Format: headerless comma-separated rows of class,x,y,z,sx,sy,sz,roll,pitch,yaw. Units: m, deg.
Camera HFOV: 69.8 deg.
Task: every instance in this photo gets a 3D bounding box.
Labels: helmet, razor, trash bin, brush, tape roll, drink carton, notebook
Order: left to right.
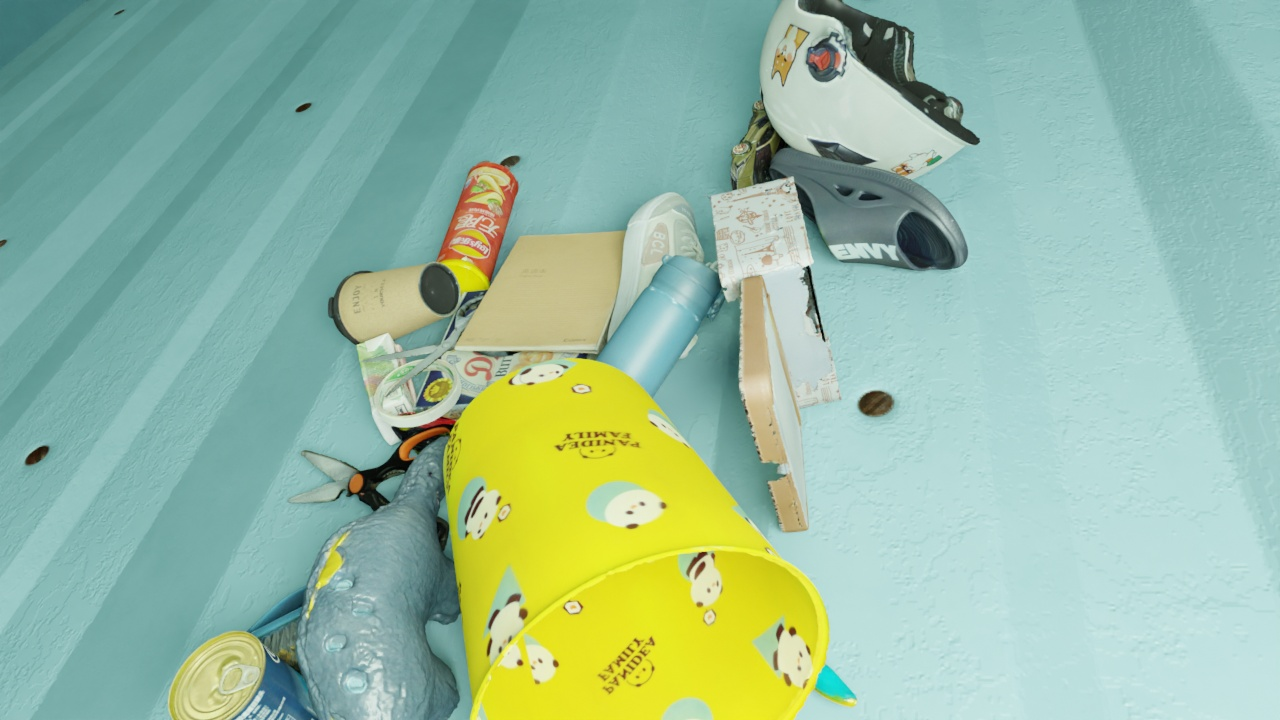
brush,-0.278,0.225,0.778,0.144,0.055,0.073,-26,45,-5
drink carton,-0.266,0.027,0.978,0.045,0.053,0.122,-23,42,-7
tape roll,-0.220,0.031,0.907,0.086,0.014,0.085,-7,42,6
notebook,-0.091,-0.076,0.968,0.150,0.012,0.210,0,39,16
trash bin,-0.030,0.139,0.650,0.229,0.230,0.255,-26,37,-5
razor,0.111,0.201,0.660,0.043,0.028,0.132,-5,31,-30
helmet,0.225,-0.284,0.999,0.157,0.229,0.273,-44,53,33

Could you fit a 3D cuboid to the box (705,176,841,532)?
box,0.117,-0.009,0.764,0.082,0.177,0.260,-11,42,12

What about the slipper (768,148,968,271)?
slipper,0.210,-0.137,0.924,0.083,0.110,0.268,-48,41,-4

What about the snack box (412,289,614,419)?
snack box,-0.125,-0.006,0.959,0.183,0.046,0.177,-4,44,18

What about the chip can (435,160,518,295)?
chip can,-0.202,-0.158,1.129,0.073,0.073,0.216,-9,43,14

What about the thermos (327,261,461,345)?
thermos,-0.273,-0.065,1.028,0.144,0.093,0.092,-11,41,36

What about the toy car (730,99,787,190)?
toy car,0.142,-0.243,1.076,0.042,0.070,0.157,8,52,27

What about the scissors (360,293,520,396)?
scissors,-0.195,-0.019,0.939,0.181,0.014,0.159,-4,37,7

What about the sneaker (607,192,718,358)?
sneaker,0.037,-0.094,0.945,0.091,0.089,0.241,-14,44,31

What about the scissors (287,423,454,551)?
scissors,-0.249,0.113,0.882,0.204,0.021,0.224,-52,55,4

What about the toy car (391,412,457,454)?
toy car,-0.200,0.074,0.905,0.106,0.049,0.031,6,48,28

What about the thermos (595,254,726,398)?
thermos,-0.005,0.005,0.827,0.070,0.070,0.220,32,87,42

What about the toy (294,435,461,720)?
toy,-0.191,0.198,0.704,0.092,0.137,0.355,-47,36,37

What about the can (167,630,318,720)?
can,-0.292,0.267,0.701,0.075,0.111,0.075,-11,45,11
